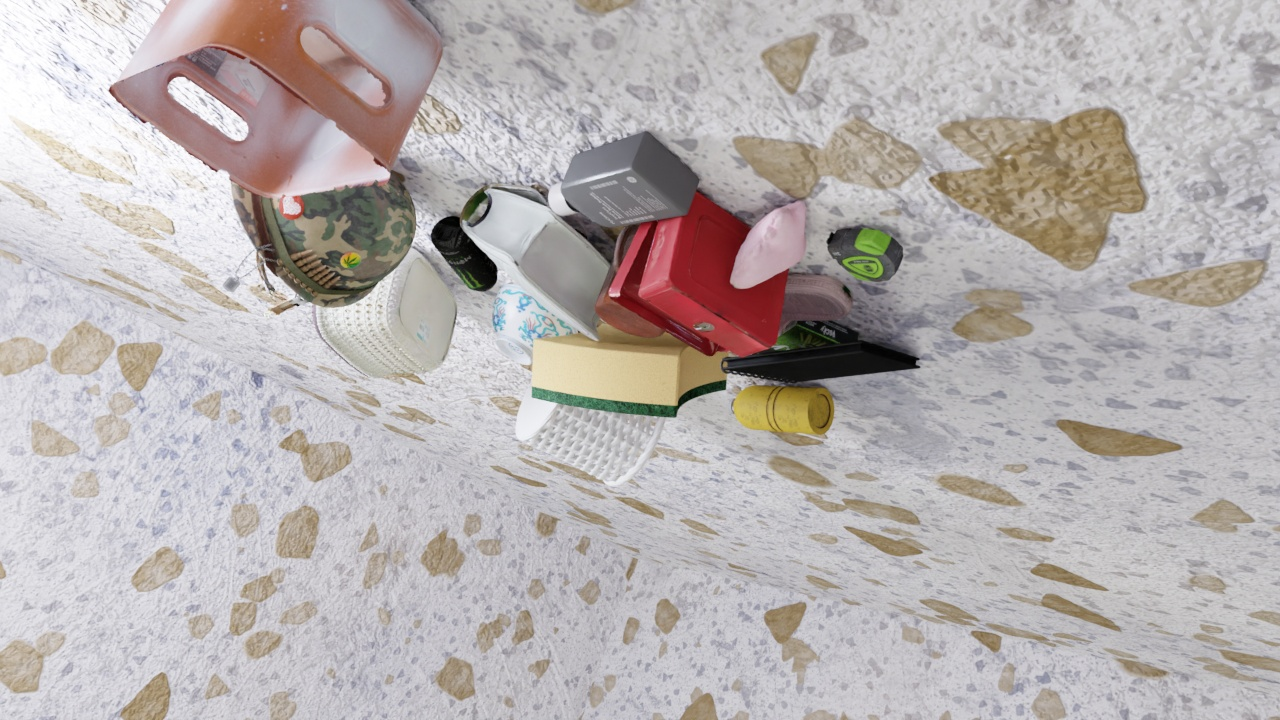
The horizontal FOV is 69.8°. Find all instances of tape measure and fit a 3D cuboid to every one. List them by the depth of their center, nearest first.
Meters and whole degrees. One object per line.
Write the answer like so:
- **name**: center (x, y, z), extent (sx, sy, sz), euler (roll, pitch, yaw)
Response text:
- **tape measure**: center (0.228, -0.107, 0.909), extent (0.066, 0.035, 0.058), euler (5, 148, 47)

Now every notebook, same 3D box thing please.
- **notebook**: center (0.214, 0.004, 1.078), extent (0.169, 0.019, 0.231), euler (-8, 172, 30)

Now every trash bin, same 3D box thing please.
- **trash bin**: center (-0.326, -0.267, 0.840), extent (0.260, 0.157, 0.181), euler (4, 156, 42)

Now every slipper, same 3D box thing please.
- **slipper**: center (0.135, -0.059, 1.096), extent (0.240, 0.064, 0.094), euler (3, 155, 38)

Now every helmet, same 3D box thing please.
- **helmet**: center (-0.405, -0.166, 1.134), extent (0.224, 0.192, 0.237), euler (19, 140, -42)

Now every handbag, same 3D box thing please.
- **handbag**: center (-0.112, -0.124, 1.119), extent (0.142, 0.096, 0.198), euler (34, 175, 41)

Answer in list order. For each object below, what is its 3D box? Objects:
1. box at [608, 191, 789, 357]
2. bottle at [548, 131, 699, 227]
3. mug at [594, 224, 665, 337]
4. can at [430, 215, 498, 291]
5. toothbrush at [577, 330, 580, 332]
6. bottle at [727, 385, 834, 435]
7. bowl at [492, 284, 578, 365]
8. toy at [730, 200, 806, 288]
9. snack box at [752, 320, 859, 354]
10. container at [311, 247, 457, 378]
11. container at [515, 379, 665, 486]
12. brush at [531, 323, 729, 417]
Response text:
- **box**: center (0.073, -0.090, 0.972), extent (0.157, 0.135, 0.117), euler (27, 166, -25)
- **bottle**: center (-0.031, -0.179, 0.952), extent (0.174, 0.046, 0.083), euler (-1, 152, 48)
- **mug**: center (-0.003, -0.098, 1.062), extent (0.096, 0.110, 0.123), euler (3, 156, 30)
- **can**: center (-0.239, -0.144, 1.256), extent (0.054, 0.053, 0.138), euler (14, 161, 18)
- **toothbrush**: center (-0.046, -0.033, 1.403), extent (0.197, 0.031, 0.031), euler (4, 114, 42)
- **bottle**: center (0.204, 0.073, 1.386), extent (0.164, 0.071, 0.071), euler (1, 154, 45)
- **bowl**: center (-0.175, -0.041, 1.405), extent (0.144, 0.074, 0.144), euler (26, 157, 12)
- **toy**: center (0.136, -0.120, 0.917), extent (0.053, 0.098, 0.096), euler (45, 145, 22)
- **snack box**: center (0.210, -0.020, 1.185), extent (0.080, 0.025, 0.148), euler (23, 161, -8)
- **container**: center (-0.388, -0.078, 1.415), extent (0.143, 0.184, 0.252), euler (5, 158, 15)
- **container**: center (-0.083, 0.090, 1.545), extent (0.186, 0.189, 0.190), euler (29, 160, -21)
- **brush**: center (-0.007, 0.007, 1.215), extent (0.195, 0.075, 0.249), euler (7, -170, 21)
